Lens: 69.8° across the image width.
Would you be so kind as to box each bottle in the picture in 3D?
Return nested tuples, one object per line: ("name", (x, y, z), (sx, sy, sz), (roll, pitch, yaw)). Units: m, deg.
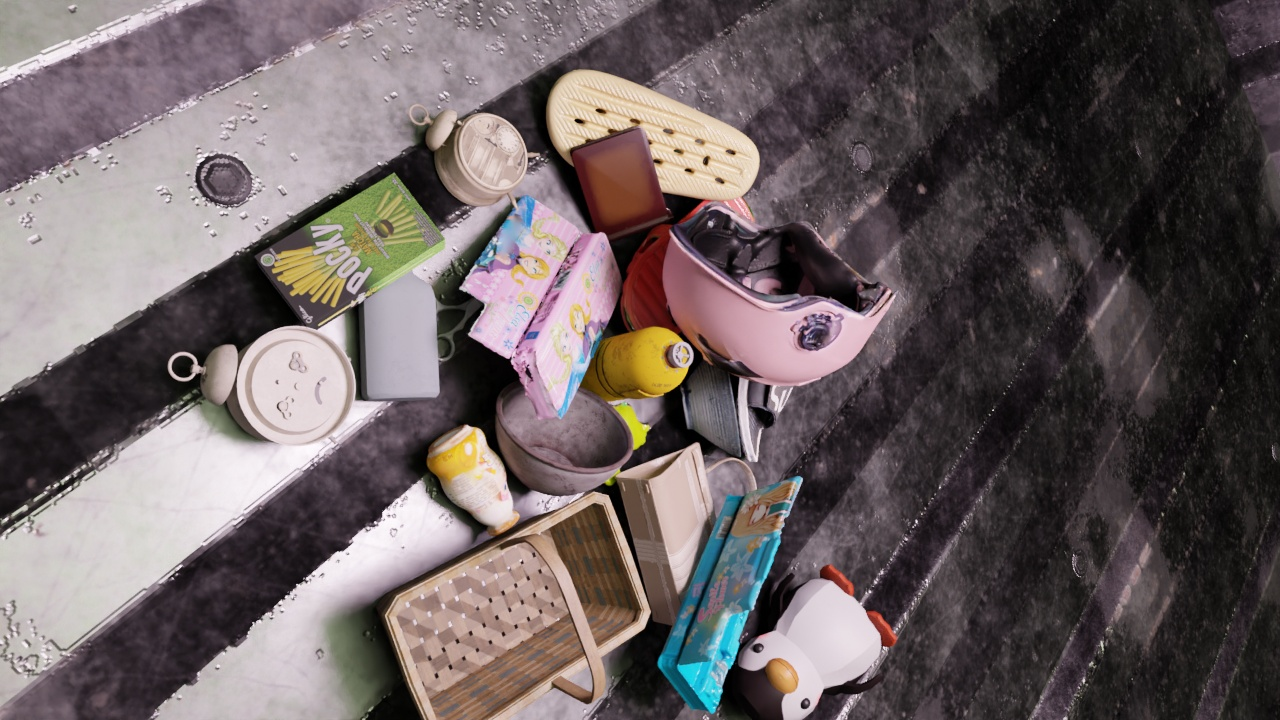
("bottle", (-0.161, 0.119, 0.899), (0.063, 0.063, 0.109), (-38, 103, -34))
("bottle", (-0.233, -0.043, 0.880), (0.072, 0.046, 0.161), (-1, 83, -26))
("bottle", (-0.006, 0.006, 0.966), (0.071, 0.164, 0.071), (6, 79, -35))

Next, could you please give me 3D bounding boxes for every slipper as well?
("slipper", (0.011, -0.254, 1.068), (0.261, 0.079, 0.111), (15, 104, -17))
("slipper", (0.047, -0.115, 1.089), (0.103, 0.059, 0.248), (50, 57, -17))
("slipper", (0.164, -0.006, 1.130), (0.111, 0.063, 0.263), (51, 44, -64))

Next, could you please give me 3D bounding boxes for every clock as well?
("clock", (-0.175, -0.220, 0.947), (0.140, 0.055, 0.092), (31, 66, -31))
("clock", (-0.328, 0.020, 0.797), (0.156, 0.061, 0.103), (17, 74, -41))

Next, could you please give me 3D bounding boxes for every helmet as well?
("helmet", (0.128, -0.063, 0.987), (0.254, 0.230, 0.153), (-2, 127, -40))

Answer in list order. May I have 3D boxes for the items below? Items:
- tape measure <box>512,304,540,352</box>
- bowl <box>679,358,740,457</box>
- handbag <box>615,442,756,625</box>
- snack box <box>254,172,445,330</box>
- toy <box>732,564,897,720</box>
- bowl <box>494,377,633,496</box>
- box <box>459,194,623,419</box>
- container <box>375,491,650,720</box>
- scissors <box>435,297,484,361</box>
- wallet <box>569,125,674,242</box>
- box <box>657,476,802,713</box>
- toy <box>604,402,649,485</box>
("tape measure", (-0.120, -0.037, 0.968), (0.059, 0.038, 0.058), (47, 59, -21))
("bowl", (0.078, 0.050, 1.075), (0.057, 0.137, 0.137), (-9, 88, 3))
("handbag", (0.075, 0.179, 1.062), (0.197, 0.062, 0.176), (-25, 106, -44))
("snack box", (-0.264, -0.099, 0.843), (0.147, 0.025, 0.080), (-37, 86, -18))
("toy", (0.186, 0.358, 1.096), (0.183, 0.140, 0.159), (-33, 70, -25))
("bowl", (-0.086, 0.087, 0.934), (0.145, 0.067, 0.144), (19, 29, -11))
("box", (-0.091, -0.067, 0.936), (0.160, 0.063, 0.229), (48, 38, -23))
("container", (-0.103, 0.233, 0.847), (0.249, 0.187, 0.157), (-24, 97, -36))
("scissors", (-0.171, -0.047, 0.949), (0.161, 0.014, 0.117), (-10, 88, -33))
("wallet", (-0.021, -0.197, 1.035), (0.091, 0.018, 0.116), (-20, 117, -4))
("box", (0.092, 0.237, 0.978), (0.085, 0.171, 0.226), (20, 50, 11))
("toy", (-0.035, 0.091, 1.014), (0.094, 0.036, 0.093), (11, 83, -30))
